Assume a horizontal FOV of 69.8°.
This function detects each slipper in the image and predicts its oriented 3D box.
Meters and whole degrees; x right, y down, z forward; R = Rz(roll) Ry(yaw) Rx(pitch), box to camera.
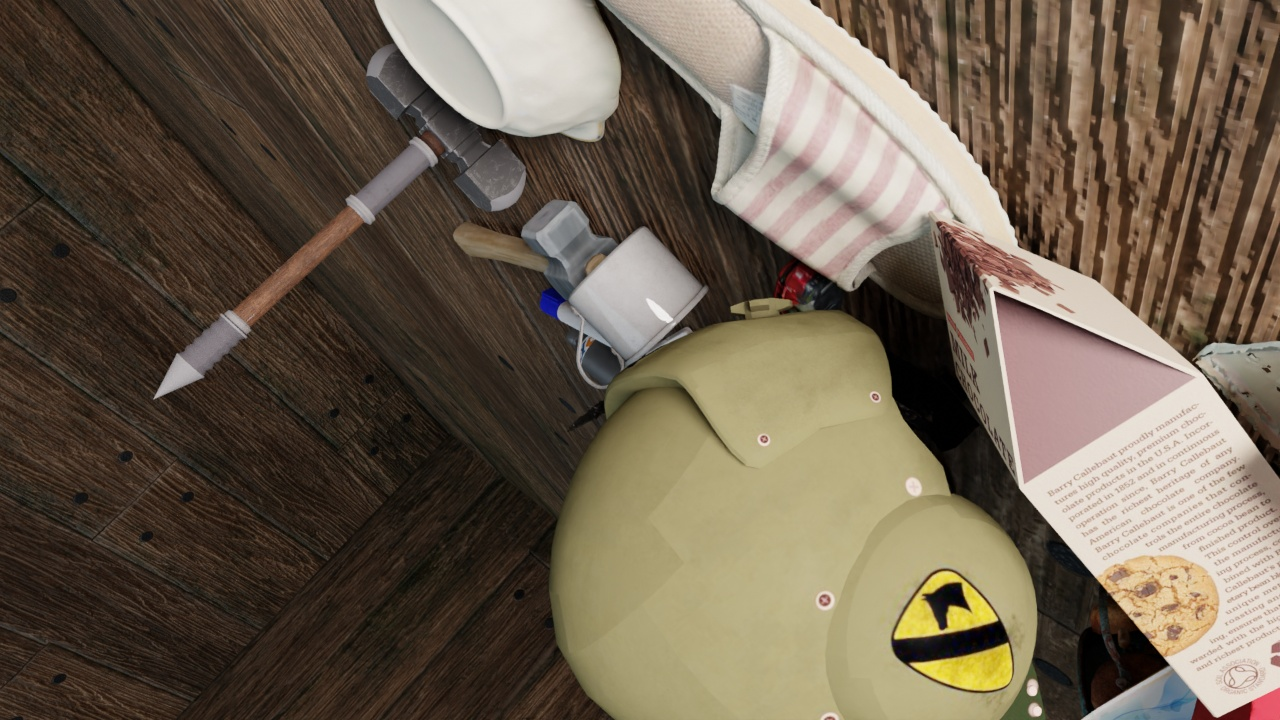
[{"bbox_3d":[0.059,-0.109,0.422,0.263,0.052,0.115,44,163,-4],"label":"slipper"}]

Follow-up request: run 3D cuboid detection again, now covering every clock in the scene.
[{"bbox_3d":[0.292,0.198,0.529,0.073,0.121,0.157,-25,105,34],"label":"clock"}]

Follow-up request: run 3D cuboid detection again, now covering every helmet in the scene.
[{"bbox_3d":[0.077,0.085,0.471,0.233,0.255,0.251,39,163,-9],"label":"helmet"}]

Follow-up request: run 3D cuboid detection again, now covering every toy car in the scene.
[{"bbox_3d":[0.100,-0.031,0.548,0.036,0.042,0.091,42,165,27],"label":"toy car"}]

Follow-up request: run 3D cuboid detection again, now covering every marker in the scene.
[{"bbox_3d":[-0.055,-0.041,0.935,0.133,0.023,0.027,28,137,43],"label":"marker"}]

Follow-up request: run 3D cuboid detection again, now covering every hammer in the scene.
[{"bbox_3d":[-0.109,-0.101,0.869,0.117,0.051,0.323,51,165,-29],"label":"hammer"},{"bbox_3d":[-0.242,-0.089,0.700,0.156,0.321,0.043,47,164,-18],"label":"hammer"}]

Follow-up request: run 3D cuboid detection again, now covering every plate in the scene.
[{"bbox_3d":[0.321,0.208,0.440,0.187,0.016,0.187,40,123,4],"label":"plate"}]

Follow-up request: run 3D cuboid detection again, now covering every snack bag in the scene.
[{"bbox_3d":[0.186,0.029,0.364,0.206,0.070,0.094,46,-160,-15],"label":"snack bag"}]

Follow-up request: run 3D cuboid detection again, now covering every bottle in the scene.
[{"bbox_3d":[-0.031,0.002,0.945,0.112,0.047,0.047,36,164,21],"label":"bottle"}]

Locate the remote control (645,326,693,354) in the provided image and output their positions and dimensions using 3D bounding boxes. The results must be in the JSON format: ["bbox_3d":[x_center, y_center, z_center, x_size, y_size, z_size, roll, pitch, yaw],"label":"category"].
[{"bbox_3d":[0.065,0.031,0.805,0.050,0.011,0.136,-31,110,37],"label":"remote control"}]

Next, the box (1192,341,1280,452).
[{"bbox_3d":[0.289,0.079,0.329,0.197,0.078,0.122,45,-176,-6],"label":"box"}]

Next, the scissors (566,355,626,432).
[{"bbox_3d":[-0.001,0.005,0.719,0.013,0.170,0.157,-28,83,52],"label":"scissors"}]

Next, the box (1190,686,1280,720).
[{"bbox_3d":[0.261,0.308,0.322,0.211,0.377,0.124,27,172,11],"label":"box"}]

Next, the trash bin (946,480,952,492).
[{"bbox_3d":[0.118,0.114,0.689,0.183,0.156,0.156,25,157,41],"label":"trash bin"}]

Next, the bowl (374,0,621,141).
[{"bbox_3d":[-0.100,-0.201,0.551,0.188,0.060,0.219,29,160,41],"label":"bowl"}]

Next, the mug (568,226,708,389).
[{"bbox_3d":[-0.012,-0.037,0.676,0.070,0.113,0.084,46,180,-4],"label":"mug"}]
